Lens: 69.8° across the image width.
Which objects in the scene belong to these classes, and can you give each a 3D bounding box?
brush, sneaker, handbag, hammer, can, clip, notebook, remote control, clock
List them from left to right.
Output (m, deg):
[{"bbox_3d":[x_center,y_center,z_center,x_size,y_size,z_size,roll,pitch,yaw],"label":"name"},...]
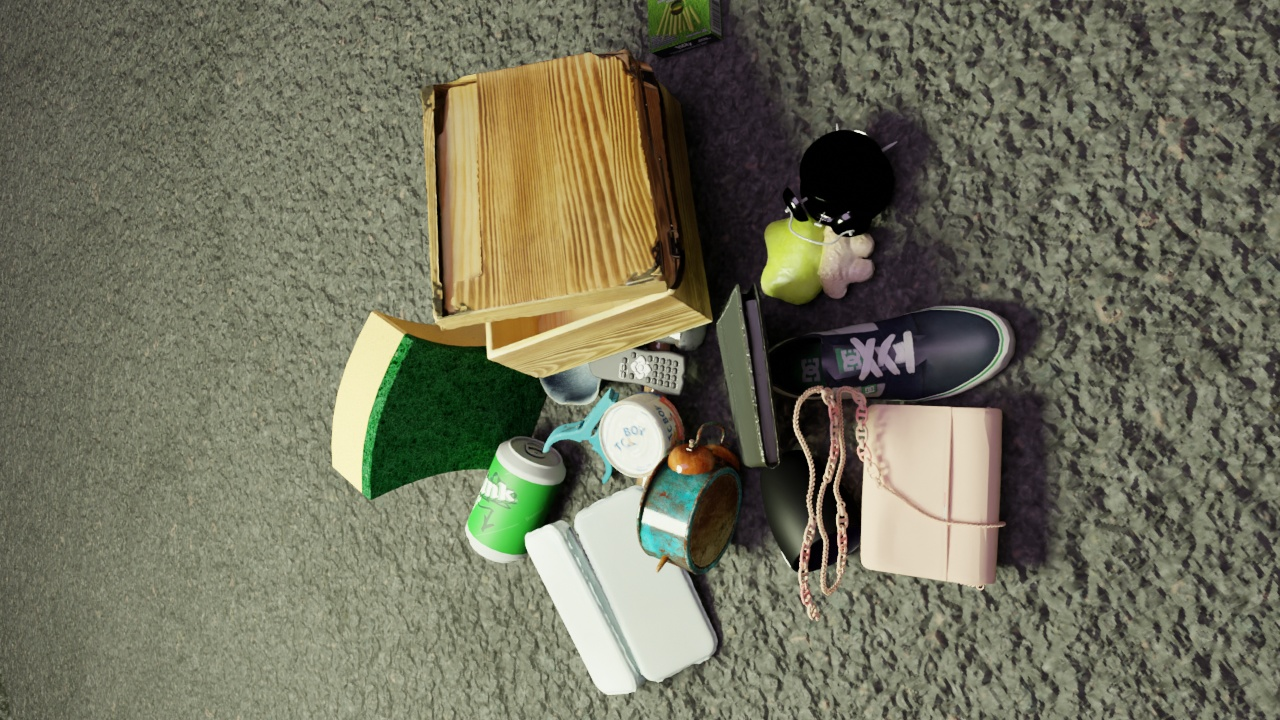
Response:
[{"bbox_3d":[-0.225,0.045,1.074,0.075,0.249,0.195,31,111,32],"label":"brush"},{"bbox_3d":[-0.152,0.170,1.120,0.088,0.087,0.140,35,109,31],"label":"can"},{"bbox_3d":[-0.052,0.097,1.058,0.121,0.033,0.119,-23,109,25],"label":"clip"},{"bbox_3d":[-0.006,0.006,0.997,0.125,0.009,0.046,12,103,30],"label":"remote control"},{"bbox_3d":[0.001,0.079,0.982,0.086,0.043,0.086,9,107,32],"label":"can"},{"bbox_3d":[0.013,0.080,1.029,0.098,0.052,0.328,10,98,36],"label":"hammer"},{"bbox_3d":[0.052,0.138,0.953,0.073,0.121,0.157,16,92,31],"label":"clock"},{"bbox_3d":[0.102,0.020,0.879,0.029,0.209,0.169,-7,83,-3],"label":"notebook"},{"bbox_3d":[0.189,-0.164,0.875,0.091,0.042,0.120,27,83,28],"label":"clock"},{"bbox_3d":[0.220,-0.001,0.853,0.236,0.079,0.084,-10,83,35],"label":"sneaker"},{"bbox_3d":[0.226,0.124,0.780,0.117,0.187,0.198,0,86,43],"label":"handbag"}]

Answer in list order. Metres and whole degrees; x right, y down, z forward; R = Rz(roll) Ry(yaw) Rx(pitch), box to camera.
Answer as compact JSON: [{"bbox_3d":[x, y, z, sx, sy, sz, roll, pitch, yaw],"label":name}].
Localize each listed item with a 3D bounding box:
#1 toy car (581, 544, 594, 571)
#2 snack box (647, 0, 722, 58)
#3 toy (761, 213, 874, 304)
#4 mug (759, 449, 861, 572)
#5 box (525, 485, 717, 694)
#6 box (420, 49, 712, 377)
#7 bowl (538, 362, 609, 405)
[{"bbox_3d":[-0.054,0.253,1.082,0.049,0.030,0.107,33,112,33],"label":"toy car"},{"bbox_3d":[0.047,-0.421,1.018,0.080,0.025,0.147,-5,87,36],"label":"snack box"},{"bbox_3d":[0.175,-0.101,0.909,0.115,0.046,0.092,3,89,29],"label":"toy"},{"bbox_3d":[0.158,0.153,0.906,0.119,0.084,0.100,106,146,-48],"label":"mug"},{"bbox_3d":[-0.030,0.261,1.017,0.186,0.084,0.210,-26,87,30],"label":"box"},{"bbox_3d":[-0.073,-0.163,0.946,0.259,0.220,0.278,-17,65,25],"label":"box"},{"bbox_3d":[-0.067,-0.002,1.078,0.111,0.055,0.110,1,91,35],"label":"bowl"}]
